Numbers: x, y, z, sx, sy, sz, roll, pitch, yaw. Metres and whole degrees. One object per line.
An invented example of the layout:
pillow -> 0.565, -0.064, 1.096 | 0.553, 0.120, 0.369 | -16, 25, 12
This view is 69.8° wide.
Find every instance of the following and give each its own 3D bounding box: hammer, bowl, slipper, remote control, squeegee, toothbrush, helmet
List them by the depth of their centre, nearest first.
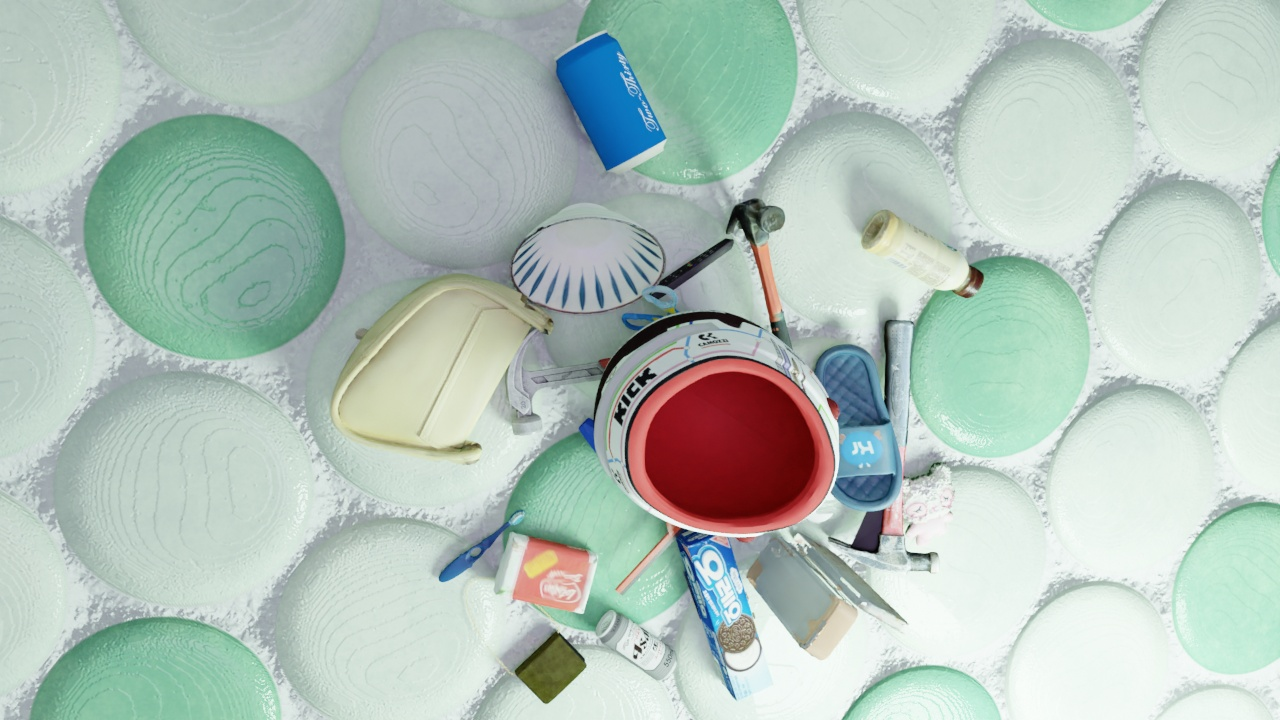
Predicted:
helmet -> 0.070, 0.061, 1.006 | 0.314, 0.236, 0.231 | 28, 99, -30
bowl -> -0.062, -0.130, 1.053 | 0.177, 0.178, 0.070 | 2, 57, -13
remote control -> 0.060, -0.110, 1.114 | 0.124, 0.039, 0.010 | -35, 108, -7
toothbrush -> -0.193, 0.227, 1.117 | 0.132, 0.016, 0.021 | -39, 100, -5
hammer -> 0.169, -0.035, 1.118 | 0.033, 0.133, 0.333 | -20, 110, -11
hammer -> -0.007, 0.007, 1.120 | 0.315, 0.036, 0.126 | -7, 97, -12
squeegee -> -0.003, 0.140, 1.128 | 0.185, 0.055, 0.249 | 43, 88, -3
slipper -> 0.266, 0.085, 1.154 | 0.104, 0.059, 0.213 | -11, 84, 14
hammer -> 0.320, 0.110, 1.190 | 0.140, 0.036, 0.326 | 2, 91, 12

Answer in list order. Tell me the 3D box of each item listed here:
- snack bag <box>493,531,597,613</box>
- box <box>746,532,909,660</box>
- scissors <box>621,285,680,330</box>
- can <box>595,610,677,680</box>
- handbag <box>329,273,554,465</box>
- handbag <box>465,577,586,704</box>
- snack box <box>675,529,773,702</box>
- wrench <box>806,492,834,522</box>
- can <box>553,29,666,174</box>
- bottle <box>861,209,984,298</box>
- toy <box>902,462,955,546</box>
snack bag -> -0.115, 0.261, 1.126 | 0.116, 0.036, 0.077 | 16, 88, -14
box -> 0.218, 0.288, 1.113 | 0.096, 0.216, 0.105 | 42, 90, -15
scissors -> 0.045, -0.059, 1.105 | 0.132, 0.105, 0.019 | 3, 56, -10
can -> -0.005, 0.361, 1.163 | 0.106, 0.044, 0.044 | 39, 88, -14
handbag -> -0.229, 0.003, 1.042 | 0.191, 0.088, 0.233 | 30, 94, -17
handbag -> -0.151, 0.340, 1.143 | 0.084, 0.027, 0.178 | -42, 99, -5
snack box -> 0.107, 0.320, 1.174 | 0.059, 0.059, 0.226 | -20, 101, -13
wrench -> 0.134, 0.132, 1.169 | 0.273, 0.009, 0.047 | 29, 107, -12
can -> -0.034, -0.292, 1.047 | 0.079, 0.079, 0.146 | -30, 103, -7
bottle -> 0.361, -0.131, 1.167 | 0.162, 0.056, 0.056 | 26, 92, -15
toy -> 0.385, 0.197, 1.228 | 0.095, 0.041, 0.109 | -18, 106, -10
